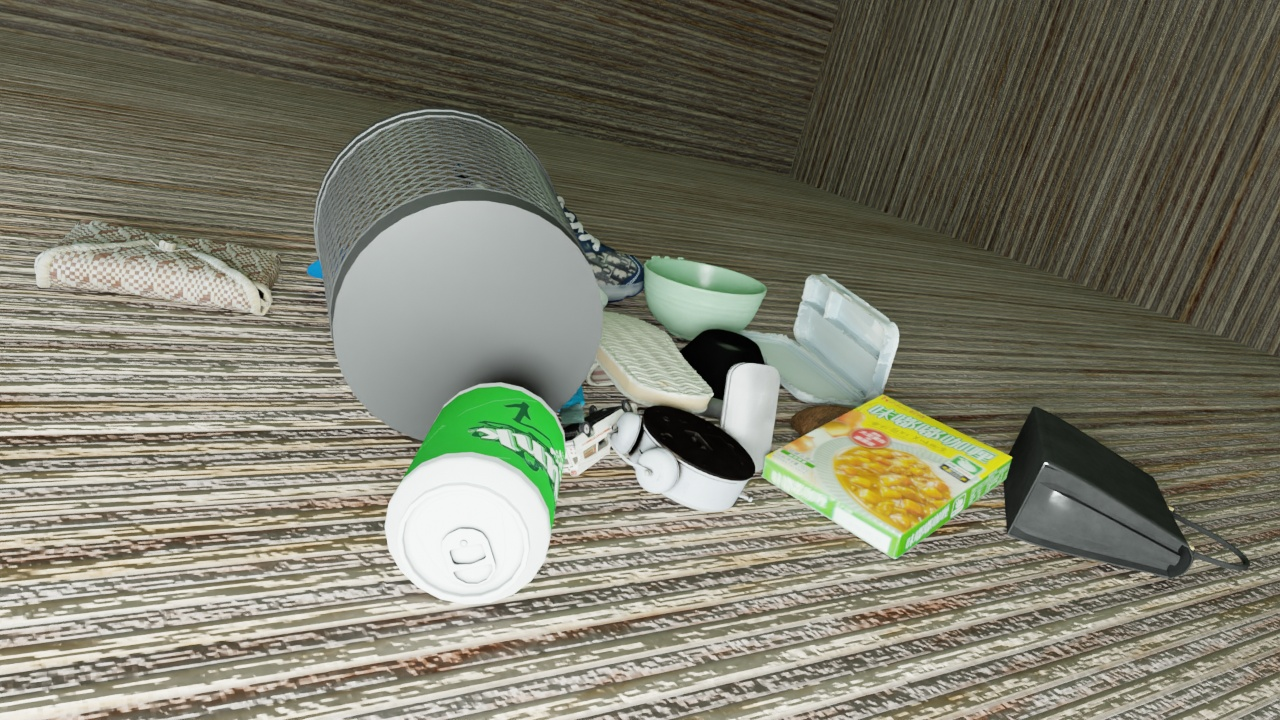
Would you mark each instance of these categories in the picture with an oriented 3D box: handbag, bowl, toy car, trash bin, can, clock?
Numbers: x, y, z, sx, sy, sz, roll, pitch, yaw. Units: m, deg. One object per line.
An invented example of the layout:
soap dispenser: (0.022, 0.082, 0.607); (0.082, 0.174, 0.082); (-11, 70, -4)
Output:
handbag: (0.435, 0.133, 0.815); (0.196, 0.072, 0.175); (24, 20, 14)
bowl: (0.088, 0.000, 0.954); (0.124, 0.052, 0.124); (13, 18, -5)
toy car: (-0.039, 0.060, 0.702); (0.039, 0.039, 0.112); (-10, 6, 25)
handbag: (-0.426, -0.088, 0.832); (0.185, 0.047, 0.124); (9, 18, -18)
bowl: (0.205, 0.064, 0.897); (0.114, 0.026, 0.102); (8, 19, -19)
trash bin: (-0.149, -0.070, 0.736); (0.217, 0.218, 0.227); (7, 23, -21)
bowl: (0.071, -0.068, 1.102); (0.151, 0.077, 0.150); (11, 18, -4)
can: (-0.092, 0.073, 0.540); (0.088, 0.088, 0.139); (13, 18, -4)
clock: (0.028, 0.073, 0.687); (0.122, 0.035, 0.094); (12, 24, -37)

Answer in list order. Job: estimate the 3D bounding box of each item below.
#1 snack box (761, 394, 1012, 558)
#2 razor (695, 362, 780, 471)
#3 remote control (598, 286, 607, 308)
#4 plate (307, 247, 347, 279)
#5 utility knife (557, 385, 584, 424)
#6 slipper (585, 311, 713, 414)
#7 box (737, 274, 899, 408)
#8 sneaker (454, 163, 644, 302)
snack box: (0.206, 0.089, 0.763); (0.167, 0.027, 0.132); (-21, 37, -38)
razor: (0.075, 0.045, 0.806); (0.047, 0.088, 0.116); (8, 0, -19)
remote control: (-0.068, -0.078, 1.055); (0.060, 0.028, 0.114); (47, 9, -1)
plate: (-0.223, -0.106, 0.940); (0.224, 0.024, 0.224); (-15, 2, 0)
utility knife: (-0.057, 0.029, 0.753); (0.031, 0.015, 0.220); (-14, 11, -5)
slipper: (-0.005, 0.005, 0.871); (0.115, 0.052, 0.263); (11, 14, -19)
box: (0.201, -0.031, 1.054); (0.129, 0.105, 0.210); (3, 21, -23)
sneaker: (-0.113, -0.157, 1.140); (0.269, 0.132, 0.103); (13, 16, -10)
